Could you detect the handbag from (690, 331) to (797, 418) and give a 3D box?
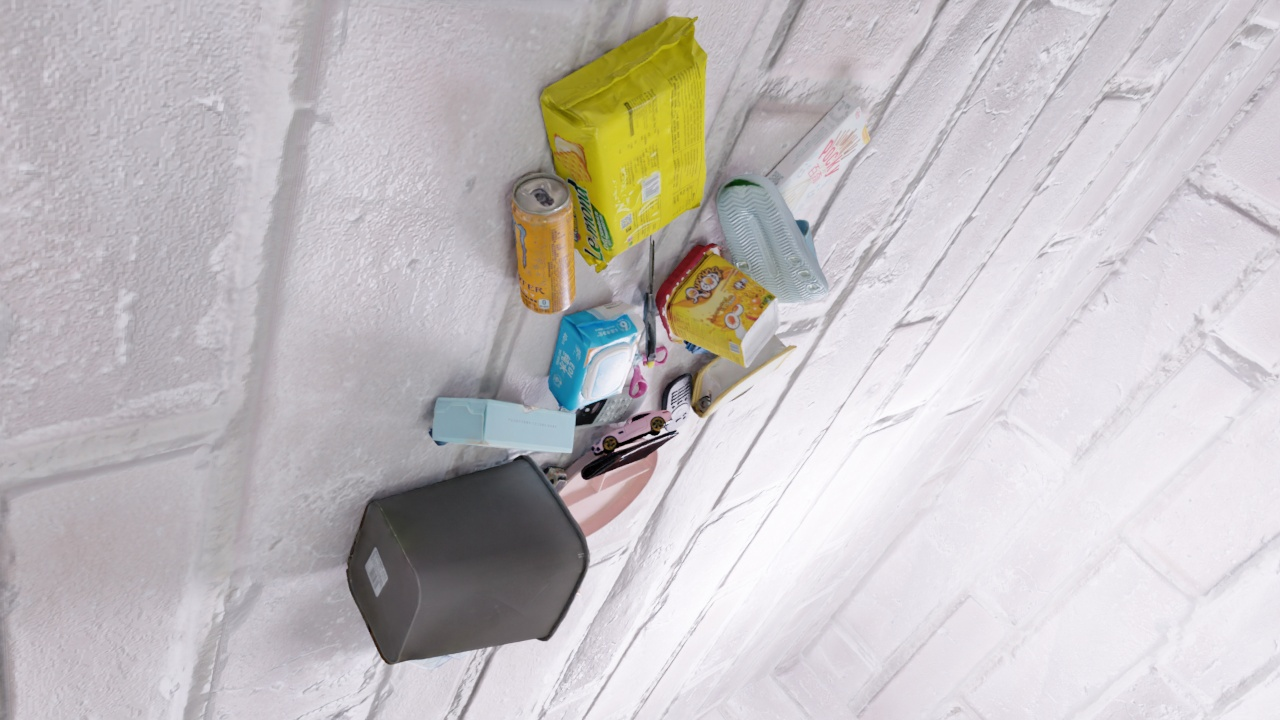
[{"bbox_3d":[0.145,0.026,1.418,0.163,0.063,0.179,-31,165,-21],"label":"handbag"}]

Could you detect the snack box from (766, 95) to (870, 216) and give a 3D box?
[{"bbox_3d":[0.219,-0.249,1.153,0.157,0.027,0.084,-45,152,5],"label":"snack box"}]

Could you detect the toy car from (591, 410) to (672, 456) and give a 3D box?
[{"bbox_3d":[-0.013,0.098,1.279,0.122,0.037,0.056,-22,168,-9],"label":"toy car"}]

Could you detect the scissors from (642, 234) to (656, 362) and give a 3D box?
[{"bbox_3d":[0.011,-0.079,1.078,0.014,0.159,0.173,-2,176,-2],"label":"scissors"}]

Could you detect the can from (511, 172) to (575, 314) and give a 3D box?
[{"bbox_3d":[-0.094,-0.112,0.904,0.058,0.058,0.146,-30,149,-23],"label":"can"}]

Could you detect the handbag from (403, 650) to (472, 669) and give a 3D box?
[{"bbox_3d":[-0.288,0.372,1.303,0.134,0.075,0.194,-40,153,-6],"label":"handbag"}]

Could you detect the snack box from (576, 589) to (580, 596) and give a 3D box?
[{"bbox_3d":[-0.152,0.316,1.361,0.093,0.077,0.094,-17,156,15],"label":"snack box"}]

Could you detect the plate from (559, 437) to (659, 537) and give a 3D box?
[{"bbox_3d":[-0.068,0.197,1.397,0.229,0.028,0.230,-32,150,-21],"label":"plate"}]

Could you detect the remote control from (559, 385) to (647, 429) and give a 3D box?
[{"bbox_3d":[-0.051,0.064,1.242,0.149,0.021,0.058,-5,134,-50],"label":"remote control"}]

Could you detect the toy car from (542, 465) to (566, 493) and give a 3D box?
[{"bbox_3d":[-0.141,0.186,1.280,0.090,0.035,0.042,-48,151,13],"label":"toy car"}]

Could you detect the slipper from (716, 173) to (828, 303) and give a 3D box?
[{"bbox_3d":[0.162,-0.152,1.149,0.104,0.074,0.245,-7,145,25],"label":"slipper"}]

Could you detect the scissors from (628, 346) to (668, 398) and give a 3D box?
[{"bbox_3d":[-0.008,0.008,1.215,0.136,0.017,0.105,14,105,-59],"label":"scissors"}]

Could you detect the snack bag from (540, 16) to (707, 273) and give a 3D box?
[{"bbox_3d":[-0.003,-0.198,0.893,0.157,0.068,0.247,-34,152,-16],"label":"snack bag"}]

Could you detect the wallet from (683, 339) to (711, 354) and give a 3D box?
[{"bbox_3d":[0.123,-0.068,1.270,0.106,0.040,0.133,-6,133,-55],"label":"wallet"}]

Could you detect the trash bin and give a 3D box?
[{"bbox_3d":[-0.217,0.246,1.118,0.219,0.198,0.199,-4,132,-40],"label":"trash bin"}]

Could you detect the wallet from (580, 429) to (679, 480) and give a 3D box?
[{"bbox_3d":[-0.014,0.131,1.293,0.122,0.020,0.097,-16,167,-43],"label":"wallet"}]

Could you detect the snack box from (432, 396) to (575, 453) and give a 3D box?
[{"bbox_3d":[-0.153,0.076,1.056,0.174,0.074,0.051,17,77,-59],"label":"snack box"}]

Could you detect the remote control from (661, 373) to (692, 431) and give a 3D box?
[{"bbox_3d":[0.052,0.059,1.364,0.053,0.024,0.137,-33,152,-22],"label":"remote control"}]

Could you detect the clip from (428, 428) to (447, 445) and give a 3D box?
[{"bbox_3d":[-0.217,0.084,1.055,0.056,0.024,0.029,-15,146,-52],"label":"clip"}]

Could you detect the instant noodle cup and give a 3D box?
[{"bbox_3d":[0.100,-0.063,1.133,0.116,0.124,0.116,-50,154,-15],"label":"instant noodle cup"}]

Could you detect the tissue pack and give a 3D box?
[{"bbox_3d":[-0.054,-0.005,1.097,0.089,0.063,0.140,-19,144,-35],"label":"tissue pack"}]
